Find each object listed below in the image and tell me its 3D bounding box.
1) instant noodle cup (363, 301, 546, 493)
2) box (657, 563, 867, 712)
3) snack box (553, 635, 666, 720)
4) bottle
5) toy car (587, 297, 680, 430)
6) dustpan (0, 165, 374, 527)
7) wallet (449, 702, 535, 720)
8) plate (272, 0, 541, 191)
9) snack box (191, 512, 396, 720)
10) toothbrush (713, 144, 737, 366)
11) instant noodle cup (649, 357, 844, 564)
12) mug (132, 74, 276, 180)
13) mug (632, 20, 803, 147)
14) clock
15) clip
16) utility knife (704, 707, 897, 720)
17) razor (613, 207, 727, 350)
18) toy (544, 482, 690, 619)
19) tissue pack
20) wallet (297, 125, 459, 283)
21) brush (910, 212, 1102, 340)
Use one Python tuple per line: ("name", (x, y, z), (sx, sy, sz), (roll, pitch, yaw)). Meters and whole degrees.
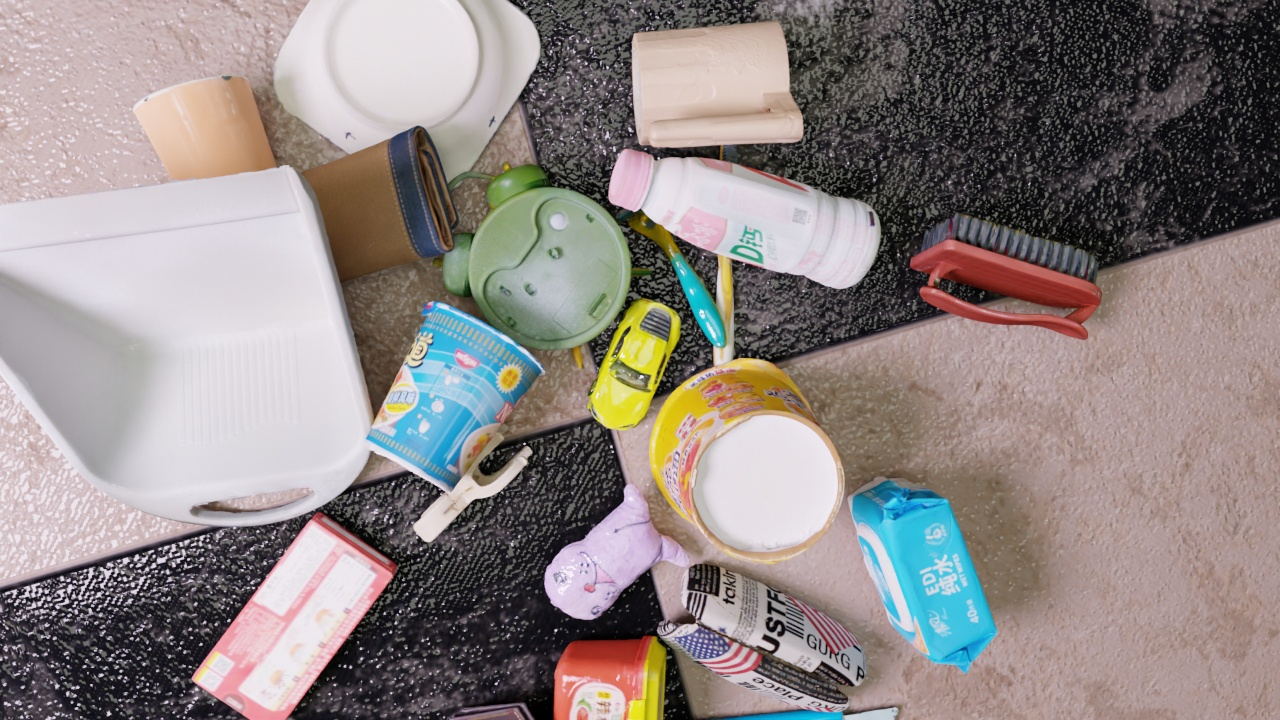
("instant noodle cup", (-0.136, 0.030, 0.647), (0.099, 0.099, 0.109), (31, 78, -7))
("box", (0.091, 0.230, 0.719), (0.163, 0.076, 0.088), (27, 113, -10))
("snack box", (-0.023, 0.259, 0.699), (0.080, 0.082, 0.091), (3, 93, 8))
("bottle", (0.075, -0.107, 0.667), (0.196, 0.068, 0.068), (14, 92, -17))
("toy car", (-0.004, 0.004, 0.703), (0.048, 0.032, 0.105), (23, 93, -7))
("dustpan", (-0.289, 0.016, 0.599), (0.222, 0.258, 0.142), (-9, 71, -5))
("wallet", (-0.084, 0.312, 0.695), (0.097, 0.020, 0.122), (-28, 100, 40))
("plate", (-0.172, -0.221, 0.670), (0.164, 0.034, 0.163), (33, 90, -6))
("snack box", (-0.261, 0.198, 0.695), (0.075, 0.025, 0.153), (37, 90, -8))
("toothbrush", (0.067, -0.077, 0.710), (0.016, 0.018, 0.191), (1, 94, -4))
("instant noodle cup", (0.080, 0.078, 0.671), (0.138, 0.110, 0.138), (-1, 99, -5))
("mug", (-0.292, -0.128, 0.648), (0.078, 0.078, 0.123), (-20, 101, -4))
("mug", (0.051, -0.187, 0.653), (0.103, 0.124, 0.084), (-5, 132, -3))
("clock", (-0.080, -0.076, 0.678), (0.161, 0.056, 0.116), (36, 89, -7))
("clip", (-0.126, 0.093, 0.680), (0.104, 0.083, 0.035), (-44, 97, -12))
("utility knife", (0.116, 0.299, 0.742), (0.191, 0.018, 0.034), (-5, 94, -6))
("razor", (0.031, -0.067, 0.702), (0.043, 0.028, 0.132), (-31, 93, 21))
("toy", (-0.023, 0.156, 0.708), (0.108, 0.039, 0.084), (-39, 105, -3))
("tissue pack", (0.212, 0.159, 0.704), (0.063, 0.090, 0.140), (-21, 95, -4))
("wallet", (-0.191, -0.107, 0.657), (0.115, 0.033, 0.090), (-14, 93, 21))
("brush", (0.288, -0.060, 0.710), (0.146, 0.063, 0.069), (14, 81, -8))
